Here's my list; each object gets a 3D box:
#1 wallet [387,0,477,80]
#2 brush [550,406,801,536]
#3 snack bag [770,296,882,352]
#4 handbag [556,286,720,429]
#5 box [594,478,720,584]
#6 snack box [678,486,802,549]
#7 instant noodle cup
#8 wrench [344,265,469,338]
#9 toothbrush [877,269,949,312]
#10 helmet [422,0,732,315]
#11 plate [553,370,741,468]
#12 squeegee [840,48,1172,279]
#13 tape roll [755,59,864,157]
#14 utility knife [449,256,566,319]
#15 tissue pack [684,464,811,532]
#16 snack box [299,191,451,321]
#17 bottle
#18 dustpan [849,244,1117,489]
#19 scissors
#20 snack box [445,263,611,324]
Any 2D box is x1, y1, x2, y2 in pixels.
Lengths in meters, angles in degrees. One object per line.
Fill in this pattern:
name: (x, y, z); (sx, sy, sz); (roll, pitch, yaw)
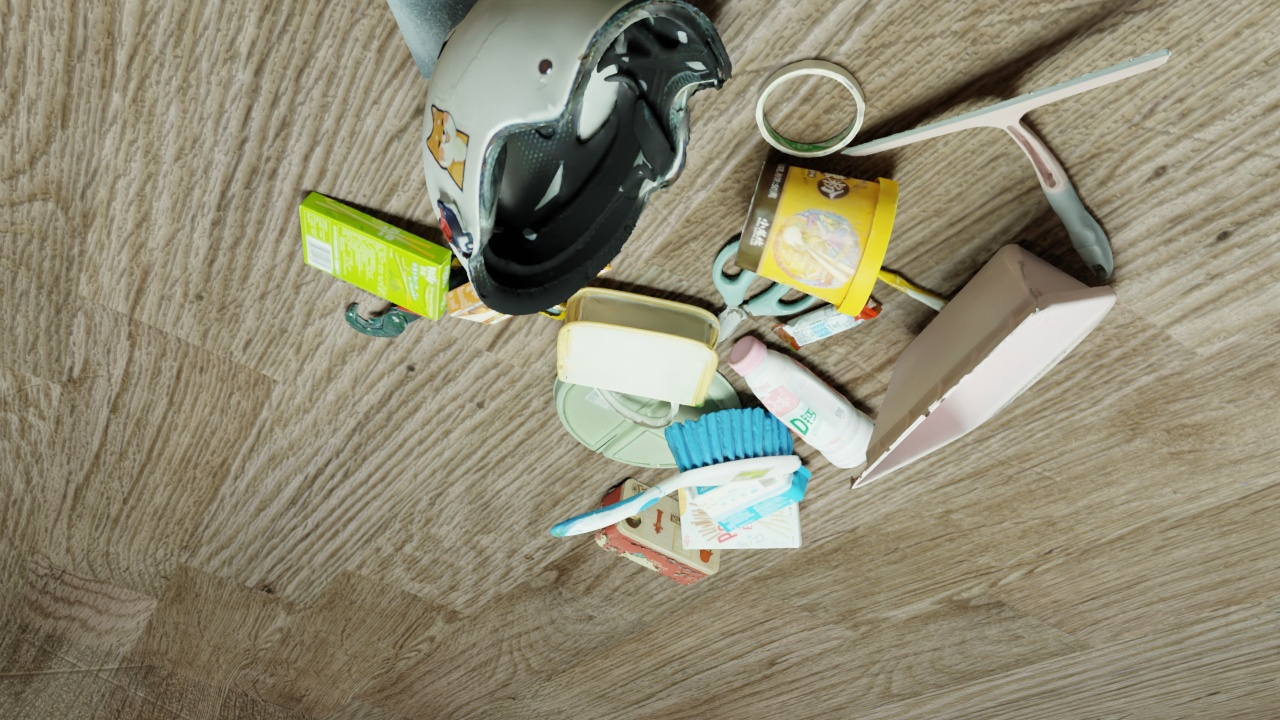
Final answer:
wallet: (-0.150, -0.276, 0.721); (0.097, 0.019, 0.121); (1, 142, 16)
brush: (0.042, 0.118, 0.995); (0.314, 0.109, 0.061); (-4, 153, -24)
snack bag: (0.187, -0.040, 0.926); (0.104, 0.026, 0.048); (-24, 132, 37)
handbag: (-0.006, 0.006, 0.983); (0.163, 0.063, 0.179); (11, 141, 0)
box: (0.021, 0.243, 1.267); (0.168, 0.091, 0.080); (29, 136, -21)
snack box: (0.129, 0.203, 1.201); (0.157, 0.084, 0.026); (-5, 180, 19)
instant noodle cup: (0.147, -0.110, 0.785); (0.114, 0.118, 0.119); (17, 142, 5)
wrench: (-0.224, -0.069, 0.980); (0.274, 0.016, 0.056); (-16, 134, 38)
toothbrush: (0.251, -0.076, 0.876); (0.191, 0.016, 0.018); (25, 131, -17)
helmet: (-0.074, -0.179, 0.691); (0.157, 0.229, 0.275); (47, 139, 15)
plate: (0.006, 0.063, 1.098); (0.230, 0.027, 0.231); (6, 141, 5)
squeegee: (0.336, -0.144, 0.752); (0.248, 0.040, 0.249); (-9, 145, 45)
tape roll: (0.138, -0.203, 0.745); (0.086, 0.013, 0.086); (6, 142, 5)
utility knife: (-0.124, -0.068, 0.973); (0.195, 0.015, 0.033); (21, 144, -12)
tissue pack: (0.131, 0.150, 1.135); (0.140, 0.063, 0.090); (-30, 127, 20)
snack box: (-0.268, -0.104, 0.930); (0.156, 0.026, 0.086); (23, 140, 4)
bottle: (0.177, 0.043, 1.003); (0.197, 0.068, 0.068); (38, 135, -25)
dustpan: (0.324, 0.015, 0.808); (0.139, 0.272, 0.223); (36, 127, 0)
scissors: (0.129, -0.059, 0.926); (0.132, 0.019, 0.186); (11, 143, 0)
snack box: (-0.111, -0.078, 0.907); (0.154, 0.026, 0.075); (-22, 166, 24)
